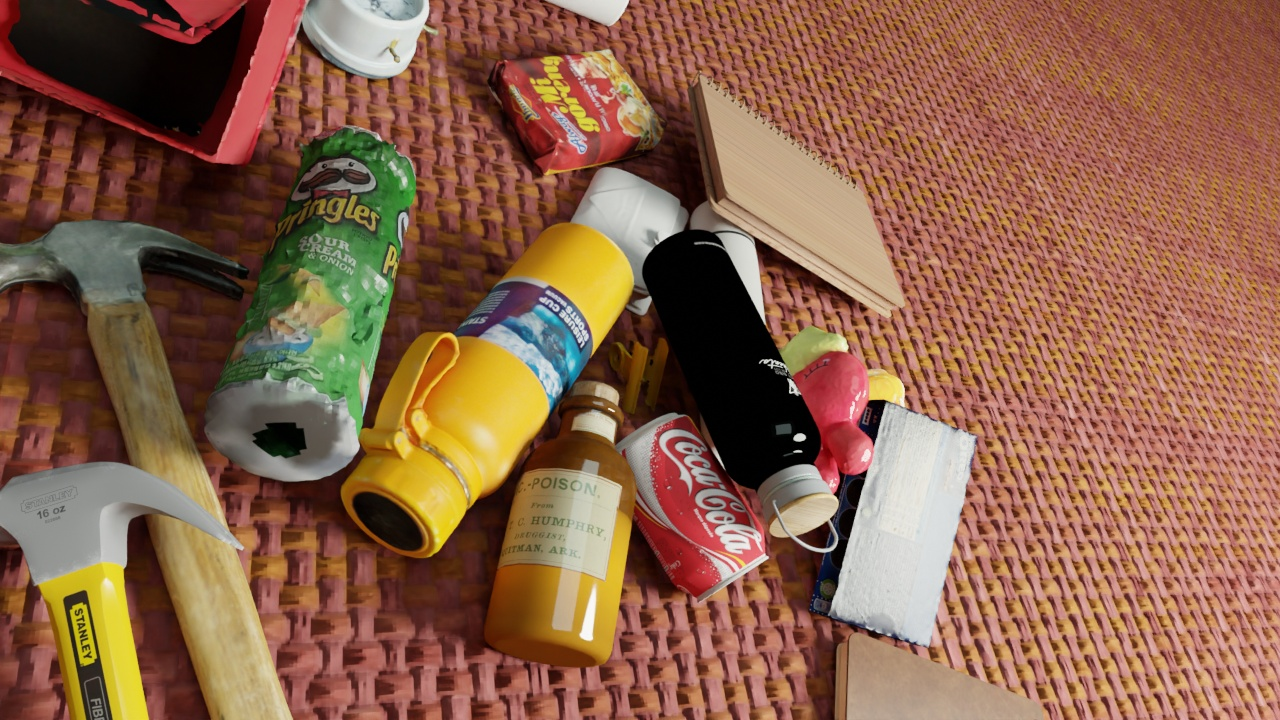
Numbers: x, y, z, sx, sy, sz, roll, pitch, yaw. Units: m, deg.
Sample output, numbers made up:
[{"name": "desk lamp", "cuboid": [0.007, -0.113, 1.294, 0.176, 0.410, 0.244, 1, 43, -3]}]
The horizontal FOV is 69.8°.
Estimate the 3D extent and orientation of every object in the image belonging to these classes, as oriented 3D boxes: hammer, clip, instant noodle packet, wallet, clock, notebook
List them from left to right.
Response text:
[{"name": "hammer", "cuboid": [-0.200, 0.191, 0.361, 0.127, 0.029, 0.323, -19, 73, -11]}, {"name": "hammer", "cuboid": [-0.225, 0.068, 0.452, 0.132, 0.033, 0.330, -14, 68, -38]}, {"name": "clock", "cuboid": [-0.210, -0.263, 0.669, 0.117, 0.057, 0.083, 40, 47, -9]}, {"name": "instant noodle packet", "cuboid": [-0.050, -0.204, 0.740, 0.135, 0.040, 0.098, -23, 79, -40]}, {"name": "wallet", "cuboid": [-0.011, -0.097, 0.693, 0.086, 0.032, 0.116, 25, 49, -11]}, {"name": "clip", "cuboid": [0.000, 0.004, 0.625, 0.044, 0.054, 0.049, 9, 27, -4]}, {"name": "notebook", "cuboid": [0.130, -0.141, 0.774, 0.210, 0.022, 0.168, 25, 40, -31]}, {"name": "notebook", "cuboid": [0.185, 0.295, 0.543, 0.167, 0.024, 0.224, 24, 50, -13]}]

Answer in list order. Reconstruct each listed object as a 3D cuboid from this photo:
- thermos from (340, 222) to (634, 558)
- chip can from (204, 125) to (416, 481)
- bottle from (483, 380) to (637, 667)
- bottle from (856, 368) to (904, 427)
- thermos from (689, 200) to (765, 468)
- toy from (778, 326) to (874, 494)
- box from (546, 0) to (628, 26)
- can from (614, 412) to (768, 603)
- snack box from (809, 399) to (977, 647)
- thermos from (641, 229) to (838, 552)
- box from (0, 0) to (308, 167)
[{"name": "thermos", "cuboid": [-0.089, 0.004, 0.542, 0.091, 0.076, 0.231, 47, 46, -15]}, {"name": "chip can", "cuboid": [-0.173, -0.040, 0.502, 0.075, 0.076, 0.222, 17, 41, -20]}, {"name": "bottle", "cuboid": [-0.038, 0.084, 0.512, 0.067, 0.068, 0.156, 20, 59, -18]}, {"name": "bottle", "cuboid": [0.171, 0.063, 0.671, 0.063, 0.063, 0.109, -1, 73, -31]}, {"name": "thermos", "cuboid": [0.065, -0.027, 0.675, 0.052, 0.052, 0.223, 15, 53, -22]}, {"name": "toy", "cuboid": [0.121, 0.034, 0.639, 0.045, 0.092, 0.135, 22, 40, -28]}, {"name": "box", "cuboid": [-0.028, -0.358, 0.790, 0.137, 0.144, 0.083, 16, 55, -24]}, {"name": "can", "cuboid": [0.028, 0.090, 0.564, 0.064, 0.064, 0.104, -21, 71, -39]}, {"name": "snack box", "cuboid": [0.173, 0.109, 0.620, 0.082, 0.027, 0.150, 22, 79, -18]}, {"name": "thermos", "cuboid": [0.064, 0.018, 0.573, 0.061, 0.061, 0.231, 2, 48, -30]}, {"name": "box", "cuboid": [-0.234, -0.348, 0.416, 0.215, 0.512, 0.141, 23, 26, -9]}]
